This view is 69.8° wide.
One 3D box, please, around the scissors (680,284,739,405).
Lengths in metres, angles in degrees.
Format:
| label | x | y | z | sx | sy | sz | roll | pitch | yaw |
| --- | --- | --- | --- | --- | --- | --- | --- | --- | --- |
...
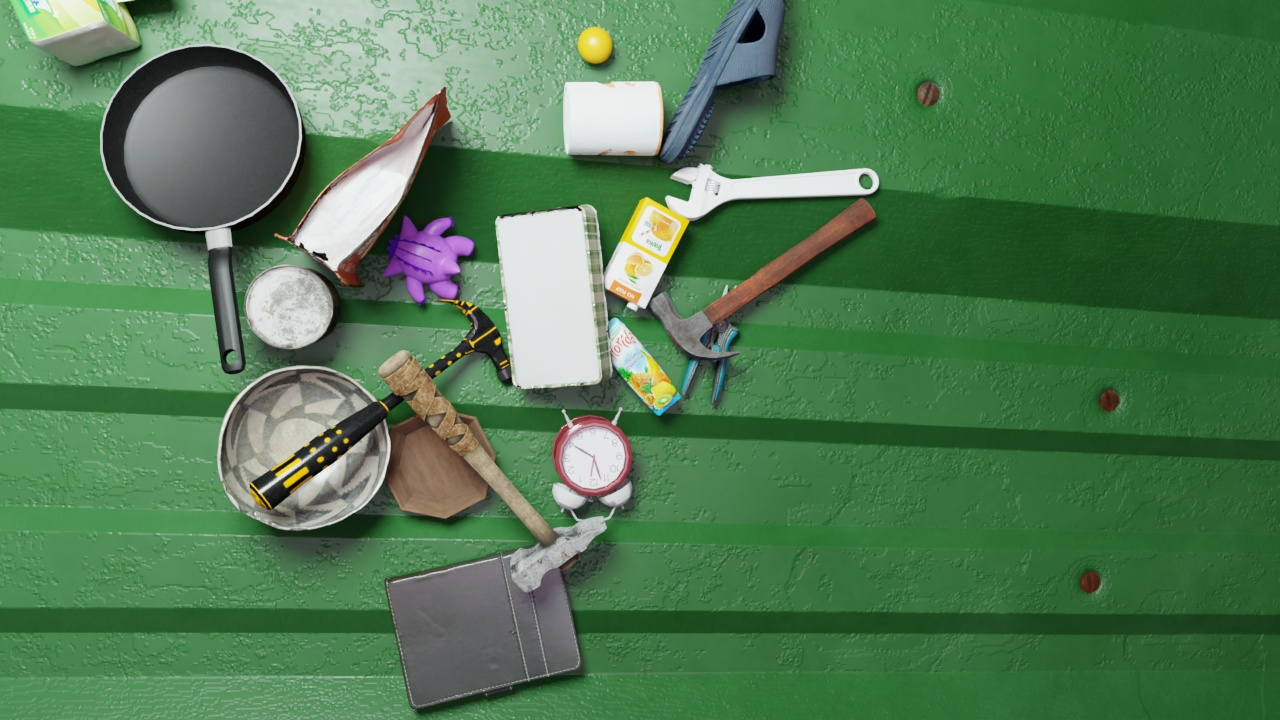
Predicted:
| label | x | y | z | sx | sy | sz | roll | pitch | yaw |
| --- | --- | --- | --- | --- | --- | --- | --- | --- | --- |
| scissors | 0.093 | -0.015 | 1.122 | 0.126 | 0.019 | 0.144 | -24 | 93 | -7 |

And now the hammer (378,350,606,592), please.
| label | x | y | z | sx | sy | sz | roll | pitch | yaw |
| --- | --- | --- | --- | --- | --- | --- | --- | --- | --- |
| hammer | -0.171 | 0.118 | 1.020 | 0.121 | 0.049 | 0.319 | -37 | 109 | 2 |

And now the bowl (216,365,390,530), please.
| label | x | y | z | sx | sy | sz | roll | pitch | yaw |
| --- | --- | --- | --- | --- | --- | --- | --- | --- | --- |
| bowl | -0.373 | 0.094 | 1.012 | 0.178 | 0.081 | 0.178 | 0 | 90 | -29 |

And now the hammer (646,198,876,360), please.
| label | x | y | z | sx | sy | sz | roll | pitch | yaw |
| --- | --- | --- | --- | --- | --- | --- | --- | --- | --- |
| hammer | 0.162 | -0.105 | 1.114 | 0.300 | 0.028 | 0.111 | -34 | 87 | -10 |

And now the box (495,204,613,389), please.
| label | x | y | z | sx | sy | sz | roll | pitch | yaw |
| --- | --- | --- | --- | --- | --- | --- | --- | --- | --- |
| box | -0.098 | -0.071 | 1.051 | 0.118 | 0.050 | 0.205 | -5 | 94 | 18 |

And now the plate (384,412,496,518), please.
| label | x | y | z | sx | sy | sz | roll | pitch | yaw |
| --- | --- | --- | --- | --- | --- | --- | --- | --- | --- |
| plate | -0.236 | 0.118 | 1.071 | 0.131 | 0.025 | 0.131 | -1 | 95 | -10 |

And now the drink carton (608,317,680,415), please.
| label | x | y | z | sx | sy | sz | roll | pitch | yaw |
| --- | --- | --- | --- | --- | --- | --- | --- | --- | --- |
| drink carton | -0.006 | 0.006 | 1.096 | 0.044 | 0.038 | 0.129 | -40 | 100 | -5 |

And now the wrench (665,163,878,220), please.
| label | x | y | z | sx | sy | sz | roll | pitch | yaw |
| --- | --- | --- | --- | --- | --- | --- | --- | --- | --- |
| wrench | 0.163 | -0.211 | 1.117 | 0.273 | 0.018 | 0.066 | -5 | 87 | -11 |

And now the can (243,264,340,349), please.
| label | x | y | z | sx | sy | sz | roll | pitch | yaw |
| --- | --- | --- | --- | --- | --- | --- | --- | --- | --- |
| can | -0.379 | -0.059 | 1.006 | 0.090 | 0.074 | 0.090 | -1 | 94 | -12 |

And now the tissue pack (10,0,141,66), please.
| label | x | y | z | sx | sy | sz | roll | pitch | yaw |
| --- | --- | --- | --- | --- | --- | --- | --- | --- | --- |
| tissue pack | -0.563 | -0.420 | 0.927 | 0.141 | 0.120 | 0.198 | -20 | 104 | -7 |

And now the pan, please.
| label | x | y | z | sx | sy | sz | roll | pitch | yaw |
| --- | --- | --- | --- | --- | --- | --- | --- | --- | --- |
| pan | -0.443 | -0.158 | 0.960 | 0.204 | 0.044 | 0.355 | -11 | 82 | -5 |

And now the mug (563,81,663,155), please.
| label | x | y | z | sx | sy | sz | roll | pitch | yaw |
| --- | --- | --- | --- | --- | --- | --- | --- | --- | --- |
| mug | -0.032 | -0.276 | 1.046 | 0.105 | 0.082 | 0.082 | -2 | 95 | -9 |

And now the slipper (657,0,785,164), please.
| label | x | y | z | sx | sy | sz | roll | pitch | yaw |
| --- | --- | --- | --- | --- | --- | --- | --- | --- | --- |
| slipper | 0.113 | -0.334 | 1.060 | 0.082 | 0.101 | 0.263 | 29 | 93 | -10 |

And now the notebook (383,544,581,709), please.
| label | x | y | z | sx | sy | sz | roll | pitch | yaw |
| --- | --- | --- | --- | --- | --- | --- | --- | --- | --- |
| notebook | -0.185 | 0.317 | 1.097 | 0.209 | 0.029 | 0.169 | -11 | 95 | -6 |

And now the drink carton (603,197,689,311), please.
| label | x | y | z | sx | sy | sz | roll | pitch | yaw |
| --- | --- | --- | --- | --- | --- | --- | --- | --- | --- |
| drink carton | 0.001 | -0.123 | 1.086 | 0.058 | 0.040 | 0.122 | 27 | 90 | -11 |

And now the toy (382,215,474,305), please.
| label | x | y | z | sx | sy | sz | roll | pitch | yaw |
| --- | --- | --- | --- | --- | --- | --- | --- | --- | --- |
| toy | -0.240 | -0.115 | 1.035 | 0.088 | 0.056 | 0.106 | 20 | 94 | -11 |

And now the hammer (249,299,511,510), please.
| label | x | y | z | sx | sy | sz | roll | pitch | yaw |
| --- | --- | --- | --- | --- | --- | --- | --- | --- | --- |
| hammer | -0.283 | 0.049 | 1.001 | 0.319 | 0.036 | 0.123 | -39 | 107 | -27 |

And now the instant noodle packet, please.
| label | x | y | z | sx | sy | sz | roll | pitch | yaw |
| --- | --- | --- | --- | --- | --- | --- | --- | --- | --- |
| instant noodle packet | -0.273 | -0.189 | 0.969 | 0.084 | 0.164 | 0.221 | 36 | 87 | -10 |

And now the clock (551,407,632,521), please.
| label | x | y | z | sx | sy | sz | roll | pitch | yaw |
| --- | --- | --- | --- | --- | --- | --- | --- | --- | --- |
| clock | -0.057 | 0.124 | 1.092 | 0.096 | 0.048 | 0.137 | -2 | 94 | -10 |

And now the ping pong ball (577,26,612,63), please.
| label | x | y | z | sx | sy | sz | roll | pitch | yaw |
| --- | --- | --- | --- | --- | --- | --- | --- | --- | --- |
| ping pong ball | -0.052 | -0.363 | 1.056 | 0.040 | 0.040 | 0.040 | -1 | 95 | -10 |
